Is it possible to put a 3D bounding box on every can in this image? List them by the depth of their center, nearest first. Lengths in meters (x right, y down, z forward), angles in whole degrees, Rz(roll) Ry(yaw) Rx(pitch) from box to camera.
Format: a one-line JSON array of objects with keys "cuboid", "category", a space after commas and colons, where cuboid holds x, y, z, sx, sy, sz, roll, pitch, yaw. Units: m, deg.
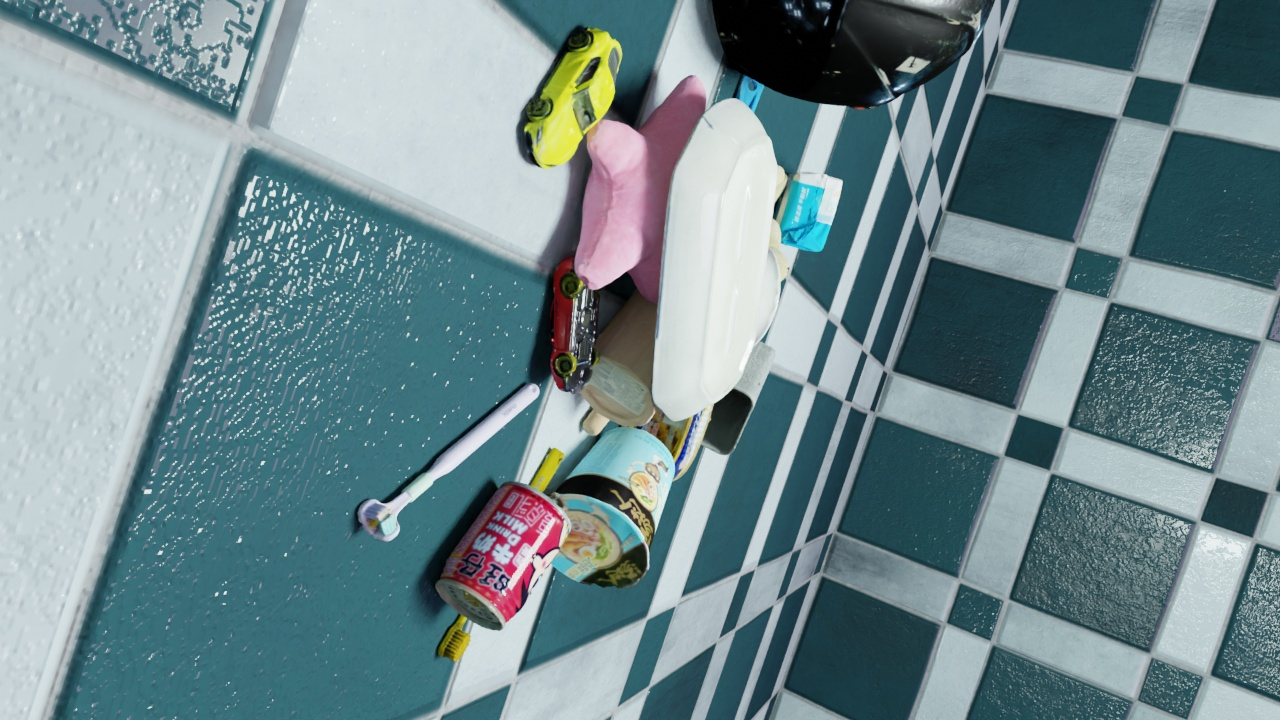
[{"cuboid": [-0.103, 0.147, 0.690, 0.093, 0.066, 0.067, -56, 154, -33], "category": "can"}, {"cuboid": [0.027, 0.052, 0.916, 0.049, 0.075, 0.148, 11, 98, -66], "category": "can"}]

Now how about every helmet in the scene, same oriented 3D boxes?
[{"cuboid": [0.195, -0.335, 0.788, 0.274, 0.230, 0.234, 0, 113, -27], "category": "helmet"}]

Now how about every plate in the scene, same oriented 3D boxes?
[{"cuboid": [0.066, -0.072, 0.740, 0.161, 0.034, 0.266, -35, 136, -54], "category": "plate"}]

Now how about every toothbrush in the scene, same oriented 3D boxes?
[{"cuboid": [-0.123, 0.061, 0.636, 0.021, 0.029, 0.188, -36, -175, 38], "category": "toothbrush"}, {"cuboid": [-0.109, 0.155, 0.749, 0.189, 0.017, 0.016, -62, 157, -22], "category": "toothbrush"}]

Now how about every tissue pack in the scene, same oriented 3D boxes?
[{"cuboid": [0.196, -0.181, 1.114, 0.140, 0.063, 0.090, -71, 176, -80], "category": "tissue pack"}]

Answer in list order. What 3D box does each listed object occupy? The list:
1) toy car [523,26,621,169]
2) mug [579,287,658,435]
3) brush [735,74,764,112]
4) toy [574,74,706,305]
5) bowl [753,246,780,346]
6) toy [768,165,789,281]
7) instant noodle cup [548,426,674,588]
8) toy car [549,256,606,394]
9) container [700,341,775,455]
[{"cuboid": [-0.043, -0.174, 0.616, 0.105, 0.032, 0.048, -62, 157, -18], "category": "toy car"}, {"cuboid": [-0.005, 0.005, 0.812, 0.103, 0.084, 0.125, -51, 178, -38], "category": "mug"}, {"cuboid": [0.082, -0.175, 0.891, 0.046, 0.083, 0.254, -13, -122, 64], "category": "brush"}, {"cuboid": [0.005, -0.116, 0.718, 0.194, 0.075, 0.179, -44, 139, -44], "category": "toy"}, {"cuboid": [0.081, -0.071, 0.939, 0.064, 0.118, 0.118, 9, 102, -28], "category": "bowl"}, {"cuboid": [0.141, -0.149, 1.037, 0.105, 0.066, 0.157, 65, 33, -65], "category": "toy"}, {"cuboid": [-0.024, 0.123, 0.825, 0.120, 0.111, 0.111, -58, 156, -49], "category": "instant noodle cup"}, {"cuboid": [-0.052, -0.027, 0.711, 0.049, 0.031, 0.106, -18, 114, -64], "category": "toy car"}, {"cuboid": [0.089, 0.026, 1.007, 0.114, 0.090, 0.090, -51, 165, -51], "category": "container"}]
